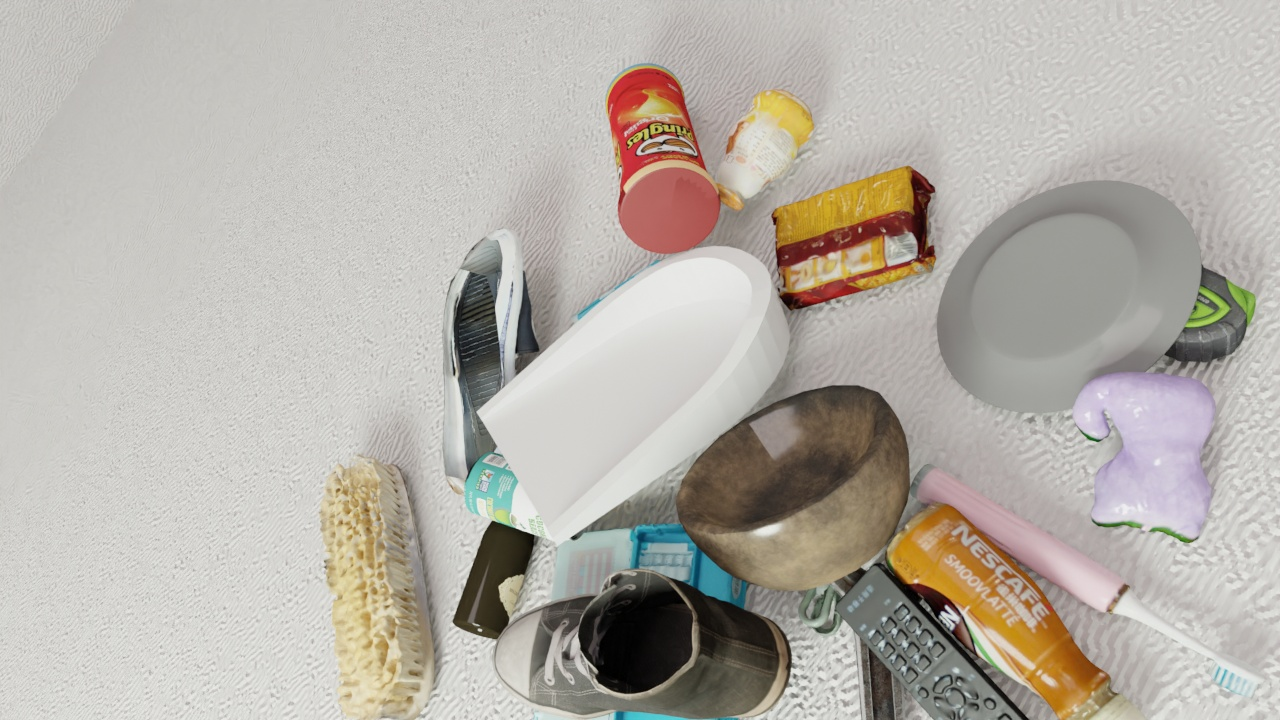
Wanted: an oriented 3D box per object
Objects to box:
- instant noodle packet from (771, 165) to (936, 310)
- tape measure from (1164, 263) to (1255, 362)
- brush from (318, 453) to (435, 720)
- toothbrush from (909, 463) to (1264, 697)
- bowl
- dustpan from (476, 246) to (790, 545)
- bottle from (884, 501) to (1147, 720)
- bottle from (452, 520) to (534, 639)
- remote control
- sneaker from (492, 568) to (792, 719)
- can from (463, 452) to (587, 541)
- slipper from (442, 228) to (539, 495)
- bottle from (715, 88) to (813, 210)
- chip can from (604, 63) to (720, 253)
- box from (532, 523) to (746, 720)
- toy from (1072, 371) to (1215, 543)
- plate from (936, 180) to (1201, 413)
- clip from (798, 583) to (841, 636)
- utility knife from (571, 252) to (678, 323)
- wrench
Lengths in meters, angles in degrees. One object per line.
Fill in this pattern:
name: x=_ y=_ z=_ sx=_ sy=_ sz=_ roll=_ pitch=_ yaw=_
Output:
instant noodle packet: x=0.173 y=-0.099 z=0.747 sx=0.136 sy=0.039 sz=0.098 roll=-15 pitch=59 yaw=30
tape measure: x=0.352 y=-0.028 z=0.587 sx=0.058 sy=0.036 sz=0.065 roll=-38 pitch=46 yaw=0
brush: x=-0.249 y=0.208 z=0.861 sx=0.083 sy=0.056 sz=0.271 roll=-34 pitch=51 yaw=17
toothbrush: x=0.264 y=0.129 z=0.567 sx=0.223 sy=0.027 sz=0.027 roll=34 pitch=120 yaw=41
bowl: x=0.110 y=0.091 z=0.630 sx=0.162 sy=0.070 sz=0.162 roll=-29 pitch=18 yaw=10
dustpan: x=-0.004 y=0.004 z=0.745 sx=0.257 sy=0.053 sz=0.191 roll=-33 pitch=37 yaw=-8
bottle: x=0.226 y=0.162 z=0.557 sx=0.059 sy=0.059 sz=0.167 roll=-46 pitch=58 yaw=5
bottle: x=-0.113 y=0.148 z=0.808 sx=0.045 sy=0.045 sz=0.184 roll=-3 pitch=57 yaw=34
remote control: x=0.188 y=0.194 z=0.567 sx=0.150 sy=0.022 sz=0.047 roll=49 pitch=119 yaw=27
sneaker: x=-0.029 y=0.196 z=0.628 sx=0.235 sy=0.120 sz=0.095 roll=-5 pitch=62 yaw=35
can: x=-0.094 y=0.114 z=0.766 sx=0.102 sy=0.055 sz=0.054 roll=14 pitch=74 yaw=22
slipper: x=-0.141 y=0.003 z=0.896 sx=0.111 sy=0.063 sz=0.263 roll=-16 pitch=66 yaw=38
bottle: x=0.106 y=-0.188 z=0.824 sx=0.063 sy=0.063 sz=0.109 roll=31 pitch=86 yaw=41
chip can: x=0.015 y=-0.192 z=0.844 sx=0.087 sy=0.087 sz=0.213 roll=-30 pitch=37 yaw=18
box: x=-0.012 y=0.237 z=0.693 sx=0.182 sy=0.039 sz=0.226 roll=-9 pitch=61 yaw=32
toy: x=0.304 y=0.056 z=0.558 sx=0.080 sy=0.036 sz=0.100 roll=8 pitch=96 yaw=27
plate: x=0.284 y=-0.048 z=0.630 sx=0.179 sy=0.012 sz=0.178 roll=-30 pitch=45 yaw=35
clip: x=0.134 y=0.154 z=0.645 sx=0.023 sy=0.037 sz=0.075 roll=7 pitch=65 yaw=38
utility knife: x=-0.008 y=-0.074 z=0.875 sx=0.141 sy=0.015 sz=0.022 roll=-34 pitch=26 yaw=13
wrench: x=0.154 y=0.239 z=0.578 sx=0.070 sy=0.010 sz=0.272 roll=1 pitch=64 yaw=3
